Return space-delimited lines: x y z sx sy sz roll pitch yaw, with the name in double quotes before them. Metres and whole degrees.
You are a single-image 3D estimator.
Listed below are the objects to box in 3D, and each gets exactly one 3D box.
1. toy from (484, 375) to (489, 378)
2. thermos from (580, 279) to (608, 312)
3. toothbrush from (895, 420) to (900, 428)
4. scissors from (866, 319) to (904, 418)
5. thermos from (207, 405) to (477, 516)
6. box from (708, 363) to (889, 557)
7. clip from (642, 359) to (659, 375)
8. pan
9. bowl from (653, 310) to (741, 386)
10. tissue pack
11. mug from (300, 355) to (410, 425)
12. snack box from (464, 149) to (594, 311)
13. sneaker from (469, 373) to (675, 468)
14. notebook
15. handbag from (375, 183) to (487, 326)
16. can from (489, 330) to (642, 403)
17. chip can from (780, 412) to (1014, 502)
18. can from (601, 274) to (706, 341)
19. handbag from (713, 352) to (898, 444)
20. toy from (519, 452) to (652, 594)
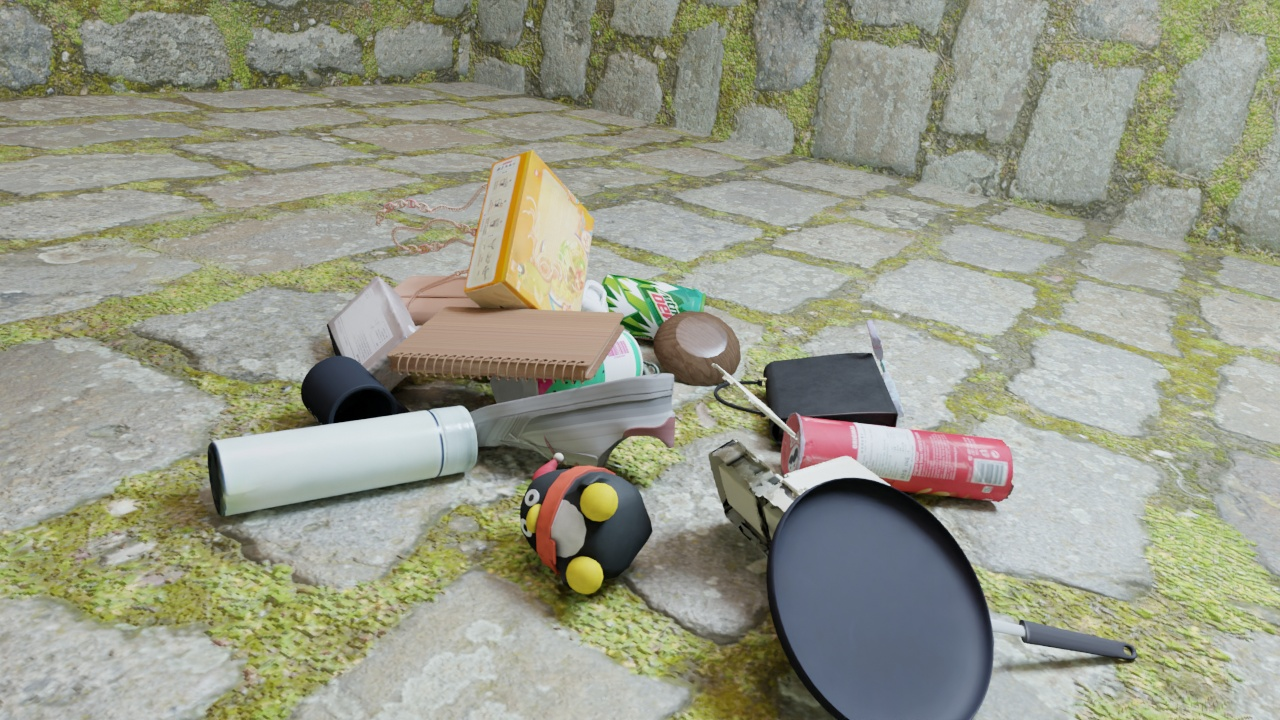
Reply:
"toy" -0.180 -0.005 1.097 0.100 0.063 0.076 5 55 -45
"thermos" -0.119 -0.085 1.263 0.099 0.099 0.220 -4 22 -26
"toothbrush" 0.304 0.076 1.113 0.022 0.024 0.185 -30 20 12
"scissors" 0.316 0.019 1.181 0.014 0.158 0.172 -18 -24 11
"thermos" -0.265 0.088 0.837 0.229 0.068 0.068 -7 27 -33
"box" 0.135 0.086 0.777 0.101 0.194 0.143 -31 42 -17
"clip" -0.008 0.008 1.171 0.047 0.023 0.076 -15 30 -40
"pan" 0.251 0.202 0.711 0.356 0.021 0.198 15 55 -19
"bowl" 0.076 -0.023 1.190 0.118 0.030 0.117 5 54 -7
"tissue pack" -0.297 -0.023 1.063 0.104 0.071 0.181 -43 33 -2
"mug" -0.284 0.046 0.940 0.105 0.071 0.077 18 10 -44
"snack box" -0.135 -0.128 1.115 0.081 0.145 0.194 -11 56 28
"sneaker" -0.073 0.076 0.918 0.236 0.089 0.099 -12 -3 14
"notebook" -0.136 -0.019 0.959 0.210 0.022 0.168 3 22 11
"handbag" -0.267 -0.120 1.164 0.199 0.187 0.116 1 21 16
"can" -0.083 0.013 1.047 0.165 0.088 0.088 -12 30 -39
"chip can" 0.271 0.104 0.971 0.233 0.073 0.073 7 23 -5
"can" 0.015 -0.069 1.281 0.144 0.083 0.083 10 23 4
"handbag" 0.186 0.048 1.090 0.196 0.072 0.175 5 23 3
"toy" -0.054 0.132 0.771 0.119 0.097 0.099 14 5 34
